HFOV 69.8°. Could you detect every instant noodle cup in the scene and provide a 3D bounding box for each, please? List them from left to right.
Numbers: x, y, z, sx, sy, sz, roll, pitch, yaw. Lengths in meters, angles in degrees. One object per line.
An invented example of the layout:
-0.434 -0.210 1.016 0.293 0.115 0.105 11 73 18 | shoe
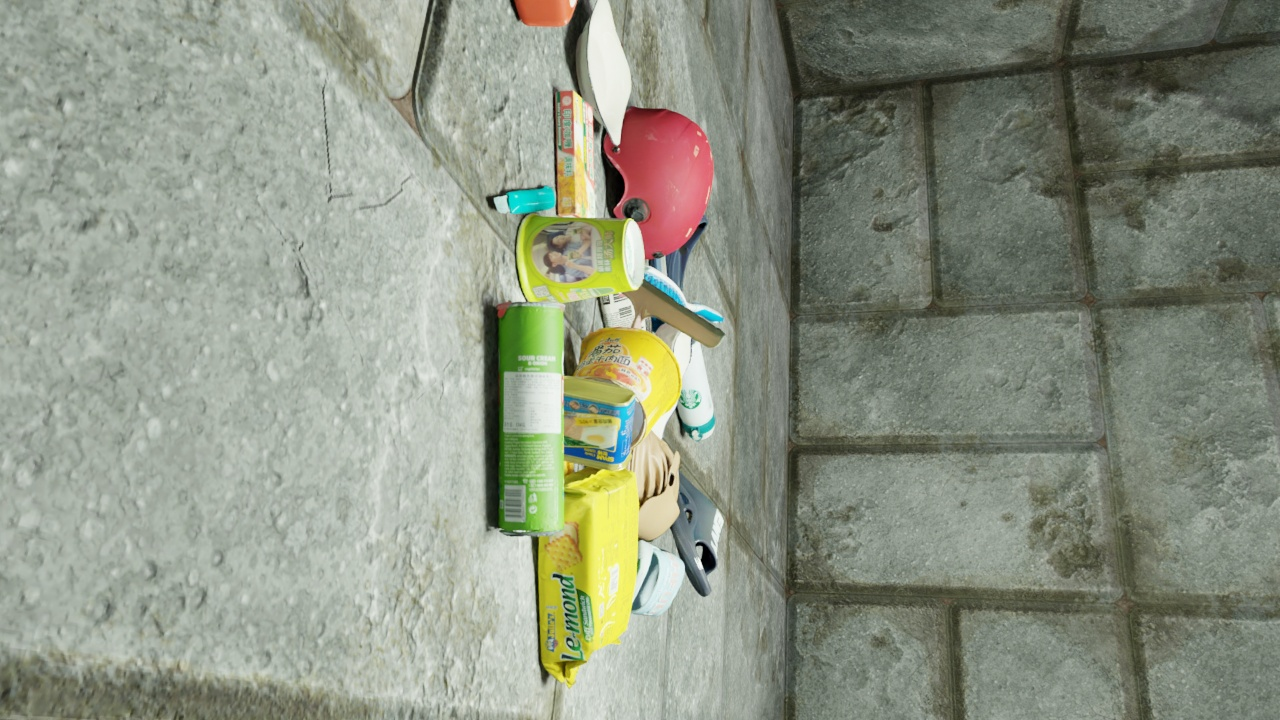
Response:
-0.063 -0.116 1.043 0.111 0.123 0.111 -1 89 -74 | instant noodle cup
-0.029 0.042 1.125 0.109 0.138 0.138 -57 142 -57 | instant noodle cup

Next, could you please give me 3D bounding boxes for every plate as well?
-0.055 -0.398 1.265 0.164 0.034 0.164 66 27 -52 | plate
0.032 0.032 1.396 0.204 0.045 0.205 18 89 -80 | plate

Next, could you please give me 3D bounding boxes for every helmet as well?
0.040 -0.267 1.393 0.206 0.144 0.240 -58 144 -66 | helmet

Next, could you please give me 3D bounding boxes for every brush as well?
0.068 -0.079 1.513 0.314 0.061 0.109 36 52 -54 | brush

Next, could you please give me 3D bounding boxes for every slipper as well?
0.021 0.320 1.321 0.104 0.074 0.245 -64 163 -5 | slipper
0.065 -0.226 1.556 0.105 0.095 0.252 16 76 -75 | slipper
0.078 0.228 1.405 0.111 0.083 0.267 70 0 -46 | slipper

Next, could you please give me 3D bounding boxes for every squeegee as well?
-0.007 0.007 1.220 0.040 0.248 0.250 -30 141 -35 | squeegee

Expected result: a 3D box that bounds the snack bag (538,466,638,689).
-0.057 0.241 1.082 0.157 0.068 0.246 -12 104 -66 | snack bag

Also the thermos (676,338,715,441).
0.090 0.049 1.649 0.073 0.073 0.224 -73 155 -48 | thermos

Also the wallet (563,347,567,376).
-0.111 -0.004 1.058 0.120 0.019 0.097 -48 136 -69 | wallet

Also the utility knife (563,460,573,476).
-0.086 0.181 1.118 0.033 0.015 0.202 -24 111 -70 | utility knife

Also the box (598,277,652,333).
-0.030 -0.084 1.308 0.086 0.076 0.162 -32 127 -36 | box

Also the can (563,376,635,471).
-0.058 0.070 1.046 0.057 0.102 0.083 -52 151 -65 | can

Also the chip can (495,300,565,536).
-0.113 0.059 0.944 0.072 0.072 0.236 10 79 -73 | chip can

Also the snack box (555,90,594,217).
-0.083 -0.254 1.165 0.077 0.027 0.155 4 84 -75 | snack box

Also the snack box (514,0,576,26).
-0.104 -0.426 1.027 0.080 0.082 0.091 83 15 -53 | snack box

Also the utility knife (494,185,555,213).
-0.127 -0.180 1.027 0.182 0.013 0.029 -40 122 -71 | utility knife

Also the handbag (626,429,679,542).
0.001 0.169 1.267 0.204 0.100 0.147 45 47 -67 | handbag
